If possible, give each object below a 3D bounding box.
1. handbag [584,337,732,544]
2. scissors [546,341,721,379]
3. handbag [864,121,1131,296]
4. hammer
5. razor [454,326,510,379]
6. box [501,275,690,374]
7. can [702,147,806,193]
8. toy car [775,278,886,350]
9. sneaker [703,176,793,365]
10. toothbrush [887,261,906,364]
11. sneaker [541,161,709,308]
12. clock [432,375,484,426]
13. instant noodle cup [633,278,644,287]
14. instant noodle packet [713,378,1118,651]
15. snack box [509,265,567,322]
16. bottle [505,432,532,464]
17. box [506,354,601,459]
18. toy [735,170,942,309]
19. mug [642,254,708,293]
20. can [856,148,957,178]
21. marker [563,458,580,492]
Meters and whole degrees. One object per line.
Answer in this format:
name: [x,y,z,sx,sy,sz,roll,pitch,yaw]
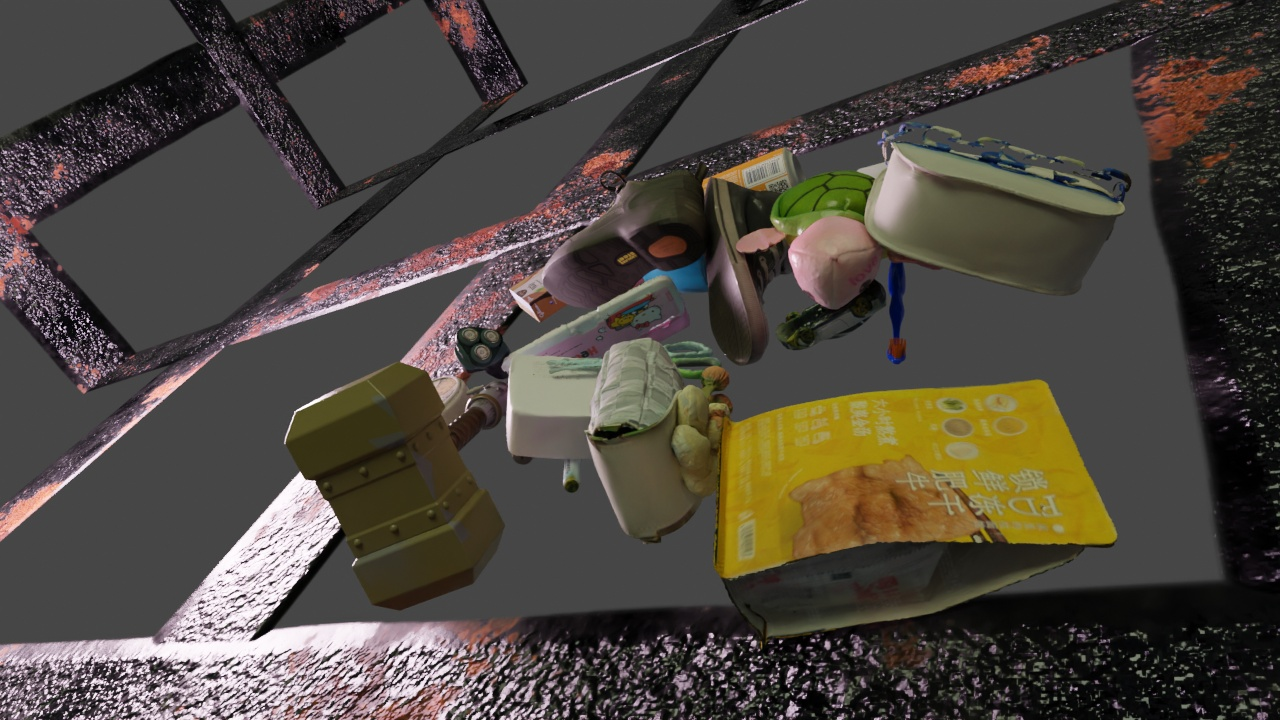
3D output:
handbag: [0.018,0.050,0.764,0.123,0.112,0.171,-15,27,9]
scissors: [-0.006,0.004,0.893,0.175,0.033,0.078,-8,30,-14]
handbag: [0.292,-0.146,0.766,0.201,0.093,0.199,15,32,3]
hammer: [-0.186,0.078,0.899,0.101,0.190,0.324,-23,9,14]
razor: [-0.160,-0.003,0.978,0.052,0.047,0.143,-36,-11,-4]
box: [-0.042,-0.018,1.004,0.201,0.073,0.149,-28,-1,4]
can: [0.133,-0.204,1.142,0.143,0.079,0.078,-18,27,23]
toy car: [0.177,-0.039,0.846,0.105,0.033,0.048,-28,24,10]
sneaker: [0.131,-0.092,0.932,0.120,0.095,0.234,4,45,-7]
toothbrush: [0.232,-0.052,0.829,0.016,0.018,0.182,5,36,12]
sneaker: [-0.017,-0.155,1.016,0.239,0.101,0.142,-20,45,42]
clock: [-0.256,0.062,1.083,0.157,0.061,0.103,-2,37,41]
instant noodle cup: [-0.020,-0.133,1.165,0.108,0.098,0.097,-39,26,-3]
instant noodle packet: [0.167,0.085,0.593,0.222,0.084,0.162,-15,28,16]
snack box: [-0.086,-0.128,1.288,0.185,0.032,0.101,-35,26,-10]
bottle: [-0.111,0.066,0.940,0.047,0.047,0.112,-22,26,16]
box: [-0.079,0.052,0.889,0.102,0.076,0.107,4,32,-10]
toy: [0.186,-0.121,0.845,0.190,0.088,0.237,12,33,17]
mug: [0.071,-0.121,1.068,0.112,0.084,0.104,-11,17,-36]
can: [0.273,-0.180,0.968,0.128,0.064,0.064,-9,32,36]
marker: [-0.066,0.082,0.898,0.017,0.017,0.146,-25,26,9]
